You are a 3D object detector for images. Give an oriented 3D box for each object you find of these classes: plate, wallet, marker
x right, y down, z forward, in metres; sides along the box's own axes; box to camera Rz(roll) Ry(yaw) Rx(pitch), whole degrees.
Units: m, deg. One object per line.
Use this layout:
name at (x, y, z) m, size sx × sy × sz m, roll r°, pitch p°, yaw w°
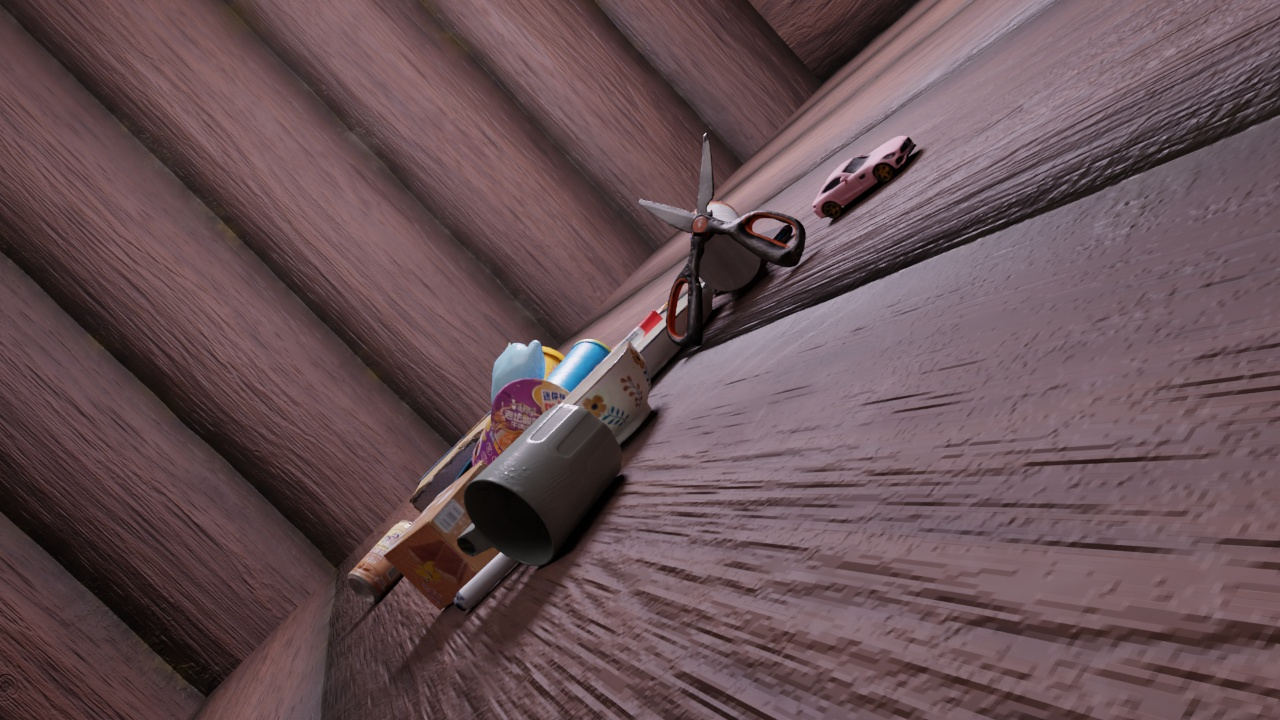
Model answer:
plate at (-0.006, 0.006, 1.059) m, size 0.265 × 0.034 × 0.162 m, roll -46°, pitch 7°, yaw -15°
wallet at (0.128, -0.119, 1.103) m, size 0.096 × 0.020 × 0.122 m, roll -50°, pitch 9°, yaw -7°
marker at (-0.106, 0.161, 0.769) m, size 0.130 × 0.018 × 0.022 m, roll -44°, pitch -1°, yaw -2°
marker at (-0.030, -0.001, 1.014) m, size 0.145 × 0.017 × 0.017 m, roll -46°, pitch 7°, yaw -12°

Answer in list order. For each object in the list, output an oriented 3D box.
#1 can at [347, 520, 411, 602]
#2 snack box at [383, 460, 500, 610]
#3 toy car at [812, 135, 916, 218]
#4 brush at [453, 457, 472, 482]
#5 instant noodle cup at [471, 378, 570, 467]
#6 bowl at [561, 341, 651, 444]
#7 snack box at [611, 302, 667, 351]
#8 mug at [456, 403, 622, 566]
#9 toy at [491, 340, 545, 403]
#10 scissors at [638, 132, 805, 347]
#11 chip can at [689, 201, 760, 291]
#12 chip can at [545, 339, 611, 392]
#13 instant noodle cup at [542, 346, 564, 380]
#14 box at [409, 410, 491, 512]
can at (-0.369, 0.293, 1.341) m, size 0.059 × 0.058 × 0.116 m, roll -36°, pitch 11°, yaw 49°
snack box at (-0.169, 0.165, 0.866) m, size 0.095 × 0.077 × 0.092 m, roll -37°, pitch 10°, yaw 40°
toy car at (0.215, -0.182, 0.899) m, size 0.123 × 0.037 × 0.056 m, roll -34°, pitch 13°, yaw 50°
brush at (-0.209, 0.169, 1.114) m, size 0.143 × 0.055 × 0.074 m, roll -57°, pitch 17°, yaw -11°
instant noodle cup at (-0.118, 0.089, 0.939) m, size 0.099 × 0.111 × 0.111 m, roll -48°, pitch 2°, yaw 44°
bowl at (-0.030, 0.043, 0.858) m, size 0.113 × 0.062 × 0.113 m, roll -43°, pitch 6°, yaw 5°
snack box at (-0.015, -0.017, 1.284) m, size 0.154 × 0.026 × 0.075 m, roll -39°, pitch 8°, yaw 36°
mug at (-0.085, 0.101, 0.728) m, size 0.124 × 0.083 × 0.103 m, roll -33°, pitch 11°, yaw 47°
toy at (-0.169, 0.049, 1.245) m, size 0.049 × 0.156 × 0.162 m, roll 6°, pitch -43°, yaw -46°
scissors at (0.072, -0.124, 0.938) m, size 0.221 × 0.021 × 0.233 m, roll 6°, pitch 85°, yaw 42°
chip can at (0.093, -0.139, 1.069) m, size 0.071 × 0.071 × 0.214 m, roll -43°, pitch 12°, yaw 13°
chip can at (-0.100, 0.051, 1.184) m, size 0.071 × 0.071 × 0.209 m, roll -39°, pitch 9°, yaw 35°
instant noodle cup at (-0.158, 0.055, 1.351) m, size 0.119 × 0.118 × 0.114 m, roll -42°, pitch 16°, yaw 20°
box at (-0.218, 0.152, 1.191) m, size 0.185 × 0.090 × 0.062 m, roll -40°, pitch 14°, yaw 19°
